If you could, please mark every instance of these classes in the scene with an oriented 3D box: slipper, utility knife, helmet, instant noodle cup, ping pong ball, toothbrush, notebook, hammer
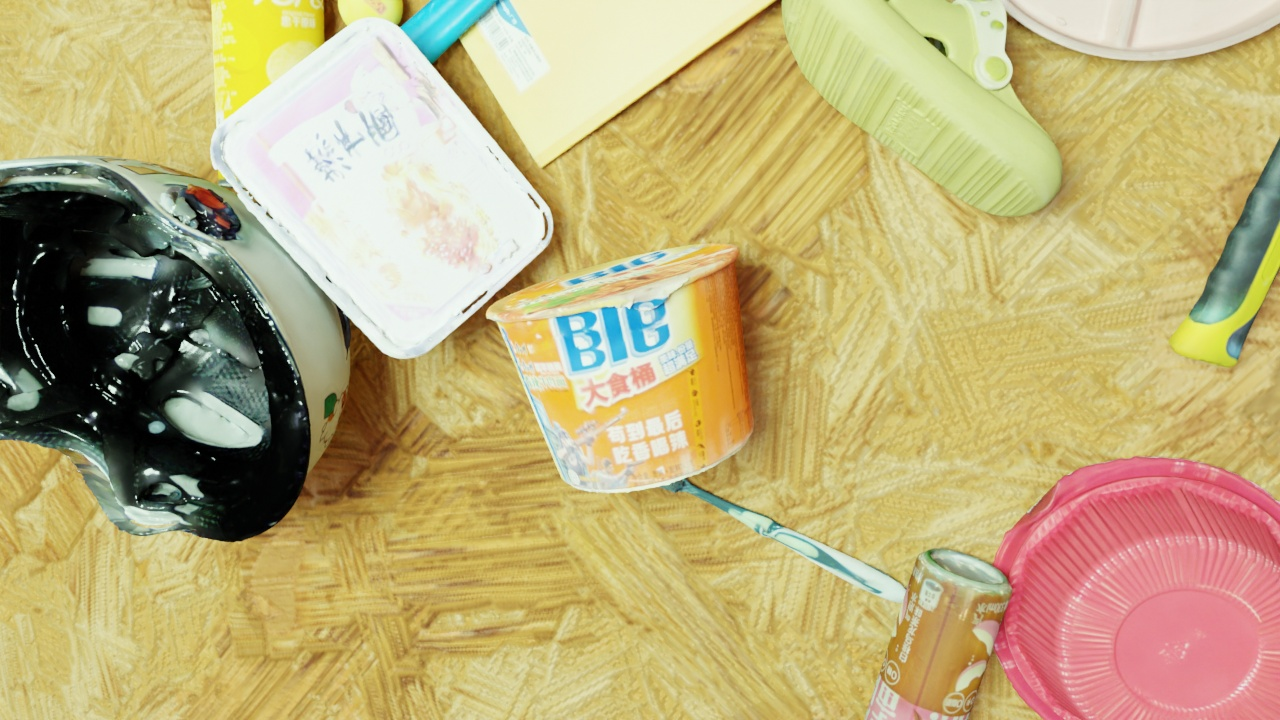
[{"bbox_3d":[0.165,-0.162,0.516,0.190,0.092,0.081,42,79,3],"label":"slipper"},{"bbox_3d":[-0.140,-0.207,0.592,0.160,0.018,0.034,-33,88,21],"label":"utility knife"},{"bbox_3d":[-0.294,-0.021,0.588,0.274,0.156,0.230,22,117,6],"label":"helmet"},{"bbox_3d":[0.306,0.156,0.534,0.194,0.065,0.194,2,99,13],"label":"instant noodle cup"},{"bbox_3d":[-0.003,0.003,0.541,0.151,0.151,0.111,-11,104,13],"label":"instant noodle cup"},{"bbox_3d":[-0.174,-0.229,0.592,0.040,0.040,0.040,2,99,12],"label":"ping pong ball"},{"bbox_3d":[0.086,0.112,0.599,0.191,0.018,0.016,26,103,8],"label":"toothbrush"},{"bbox_3d":[-0.020,-0.236,0.563,0.207,0.010,0.146,-31,92,20],"label":"notebook"},{"bbox_3d":[-0.156,-0.102,0.569,0.138,0.060,0.173,-43,103,-12],"label":"instant noodle cup"},{"bbox_3d":[0.366,-0.148,0.475,0.126,0.032,0.324,10,109,-19],"label":"hammer"}]

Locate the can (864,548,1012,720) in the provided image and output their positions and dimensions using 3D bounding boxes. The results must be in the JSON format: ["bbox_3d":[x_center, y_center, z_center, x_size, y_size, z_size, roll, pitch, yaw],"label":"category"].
[{"bbox_3d":[0.180,0.194,0.570,0.058,0.057,0.147,16,101,9],"label":"can"}]

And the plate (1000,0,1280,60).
[{"bbox_3d":[0.281,-0.278,0.493,0.230,0.028,0.229,2,99,13],"label":"plate"}]

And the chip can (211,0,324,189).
[{"bbox_3d":[-0.240,-0.217,0.591,0.072,0.072,0.213,4,99,11],"label":"chip can"}]
